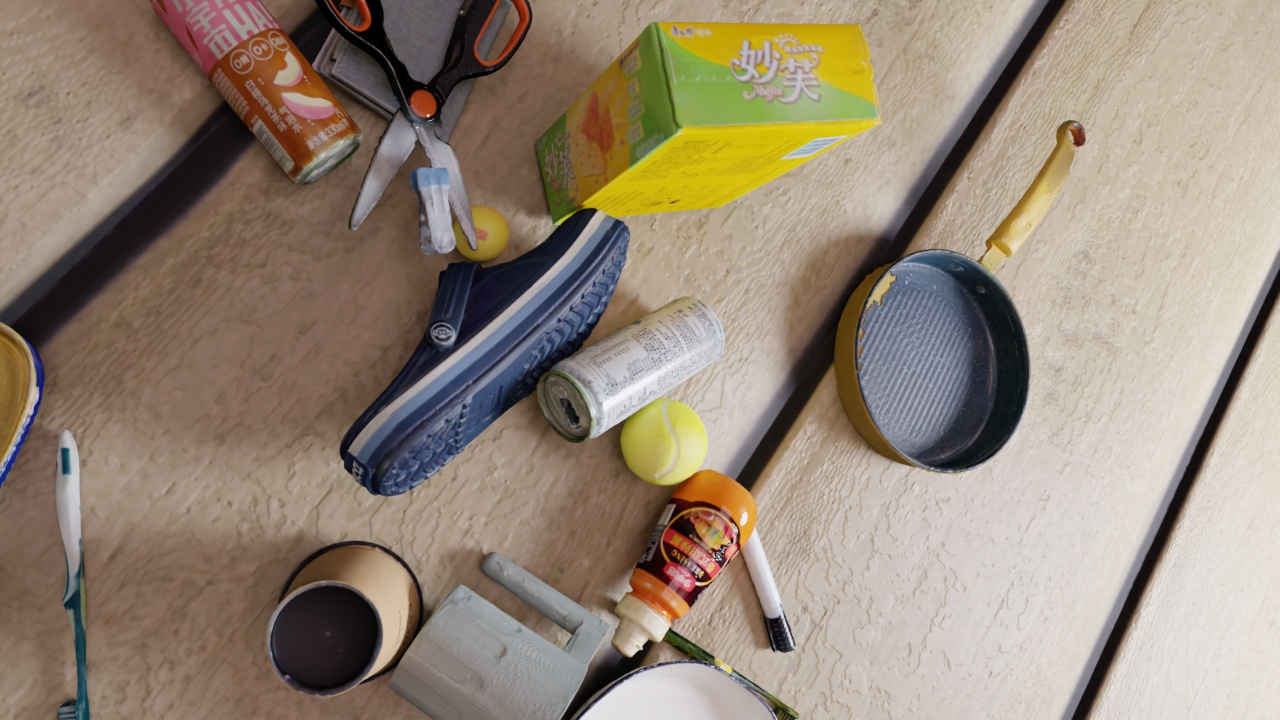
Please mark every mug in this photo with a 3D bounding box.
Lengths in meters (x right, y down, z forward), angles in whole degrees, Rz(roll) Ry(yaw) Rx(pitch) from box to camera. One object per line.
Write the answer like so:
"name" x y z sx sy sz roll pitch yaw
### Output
"mug" -0.091 0.197 0.613 0.103 0.084 0.123 33 44 3

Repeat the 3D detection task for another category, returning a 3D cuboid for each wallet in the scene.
"wallet" -0.161 -0.232 0.651 0.106 0.037 0.129 30 73 -31

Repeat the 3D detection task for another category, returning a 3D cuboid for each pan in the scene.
"pan" 0.306 -0.067 0.824 0.197 0.078 0.356 35 72 -18

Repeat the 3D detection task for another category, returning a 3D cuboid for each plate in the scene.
"plate" 0.016 0.324 0.676 0.204 0.046 0.204 3 83 -25

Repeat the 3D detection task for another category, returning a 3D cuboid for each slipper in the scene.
"slipper" -0.109 -0.016 0.627 0.095 0.105 0.252 40 65 8

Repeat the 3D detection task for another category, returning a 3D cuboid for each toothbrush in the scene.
"toothbrush" -0.342 0.137 0.548 0.018 0.016 0.191 -4 87 -14
"toothbrush" 0.055 0.240 0.719 0.186 0.012 0.017 37 83 -17

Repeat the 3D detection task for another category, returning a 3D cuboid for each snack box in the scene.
"snack box" 0.036 -0.159 0.638 0.157 0.210 0.070 -10 88 -26

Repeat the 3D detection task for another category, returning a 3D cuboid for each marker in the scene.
"marker" 0.096 0.175 0.741 0.022 0.018 0.131 -22 95 -15

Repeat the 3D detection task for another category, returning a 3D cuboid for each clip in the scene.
"clip" -0.135 -0.097 0.598 0.025 0.036 0.058 -7 94 -41

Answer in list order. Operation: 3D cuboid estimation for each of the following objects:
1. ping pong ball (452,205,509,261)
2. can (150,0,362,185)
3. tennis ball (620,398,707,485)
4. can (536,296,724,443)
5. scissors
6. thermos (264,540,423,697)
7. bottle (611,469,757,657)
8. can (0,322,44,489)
"ping pong ball" -0.114 -0.091 0.656 0.040 0.040 0.040 2 84 -24
"can" -0.248 -0.188 0.595 0.057 0.058 0.147 -41 102 -22
"tennis ball" 0.017 0.061 0.688 0.065 0.066 0.065 2 84 -24
"can" -0.004 0.004 0.670 0.146 0.058 0.058 -31 98 -39
"scissors" -0.151 -0.192 0.616 0.232 0.022 0.220 51 61 -20
"thermos" -0.180 0.158 0.555 0.093 0.143 0.093 2 81 -11
"bottle" 0.027 0.154 0.683 0.067 0.067 0.149 43 69 -15
"can" -0.393 0.046 0.513 0.074 0.049 0.148 24 76 -20
